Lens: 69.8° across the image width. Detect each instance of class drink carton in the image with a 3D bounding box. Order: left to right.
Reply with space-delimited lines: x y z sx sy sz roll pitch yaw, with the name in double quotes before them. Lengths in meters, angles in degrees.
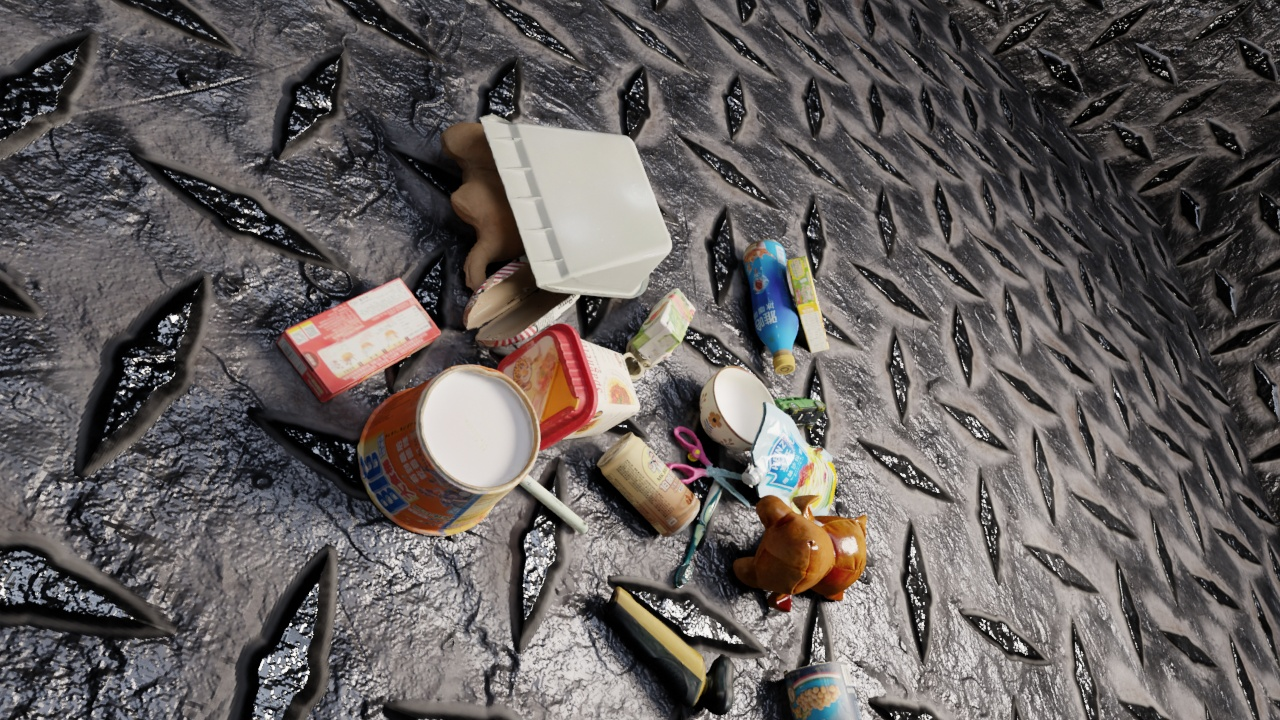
"drink carton" 0.032 -0.043 1.167 0.045 0.054 0.122 47 24 -10

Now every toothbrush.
"toothbrush" -0.125 0.117 0.954 0.189 0.020 0.029 43 20 -10
"toothbrush" 0.075 0.195 1.087 0.016 0.018 0.191 42 42 -11

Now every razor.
"razor" 0.031 0.297 0.948 0.167 0.062 0.067 43 73 -3

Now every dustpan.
"dustpan" -0.074 -0.173 1.140 0.257 0.143 0.222 -11 75 -33

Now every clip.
"clip" -0.010 0.003 1.135 0.072 0.035 0.099 49 36 -2

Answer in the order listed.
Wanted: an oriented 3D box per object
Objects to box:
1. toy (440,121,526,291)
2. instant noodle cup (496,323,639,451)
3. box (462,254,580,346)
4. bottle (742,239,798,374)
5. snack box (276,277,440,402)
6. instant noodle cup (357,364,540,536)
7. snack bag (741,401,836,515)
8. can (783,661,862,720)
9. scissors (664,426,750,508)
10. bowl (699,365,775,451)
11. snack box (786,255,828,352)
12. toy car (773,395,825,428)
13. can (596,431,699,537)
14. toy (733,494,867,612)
"toy" -0.168 -0.178 1.088 0.143 0.083 0.225 8 61 -39
"instant noodle cup" -0.074 0.032 1.002 0.124 0.117 0.116 9 56 -53
"box" -0.128 -0.063 1.042 0.088 0.076 0.162 36 38 7
"bottle" 0.197 -0.078 1.361 0.065 0.065 0.218 18 52 -33
"snack box" -0.276 -0.023 0.911 0.075 0.026 0.152 53 41 -1
"instant noodle cup" -0.171 0.078 0.853 0.151 0.112 0.151 16 61 -30
"snack bag" 0.191 0.139 1.167 0.191 0.039 0.110 38 73 -44
"can" 0.207 0.397 1.021 0.075 0.076 0.111 14 53 -36
"scissors" 0.082 0.139 1.123 0.134 0.017 0.112 44 41 4
"bowl" 0.117 0.069 1.182 0.113 0.062 0.113 23 50 -30
"snack box" 0.254 -0.083 1.387 0.140 0.034 0.086 55 24 -54
"toy car" 0.219 0.072 1.287 0.091 0.043 0.036 2 38 -33
"can" 0.010 0.140 1.033 0.116 0.059 0.058 47 41 -7
"toy" 0.202 0.233 1.117 0.199 0.140 0.130 12 13 -39
